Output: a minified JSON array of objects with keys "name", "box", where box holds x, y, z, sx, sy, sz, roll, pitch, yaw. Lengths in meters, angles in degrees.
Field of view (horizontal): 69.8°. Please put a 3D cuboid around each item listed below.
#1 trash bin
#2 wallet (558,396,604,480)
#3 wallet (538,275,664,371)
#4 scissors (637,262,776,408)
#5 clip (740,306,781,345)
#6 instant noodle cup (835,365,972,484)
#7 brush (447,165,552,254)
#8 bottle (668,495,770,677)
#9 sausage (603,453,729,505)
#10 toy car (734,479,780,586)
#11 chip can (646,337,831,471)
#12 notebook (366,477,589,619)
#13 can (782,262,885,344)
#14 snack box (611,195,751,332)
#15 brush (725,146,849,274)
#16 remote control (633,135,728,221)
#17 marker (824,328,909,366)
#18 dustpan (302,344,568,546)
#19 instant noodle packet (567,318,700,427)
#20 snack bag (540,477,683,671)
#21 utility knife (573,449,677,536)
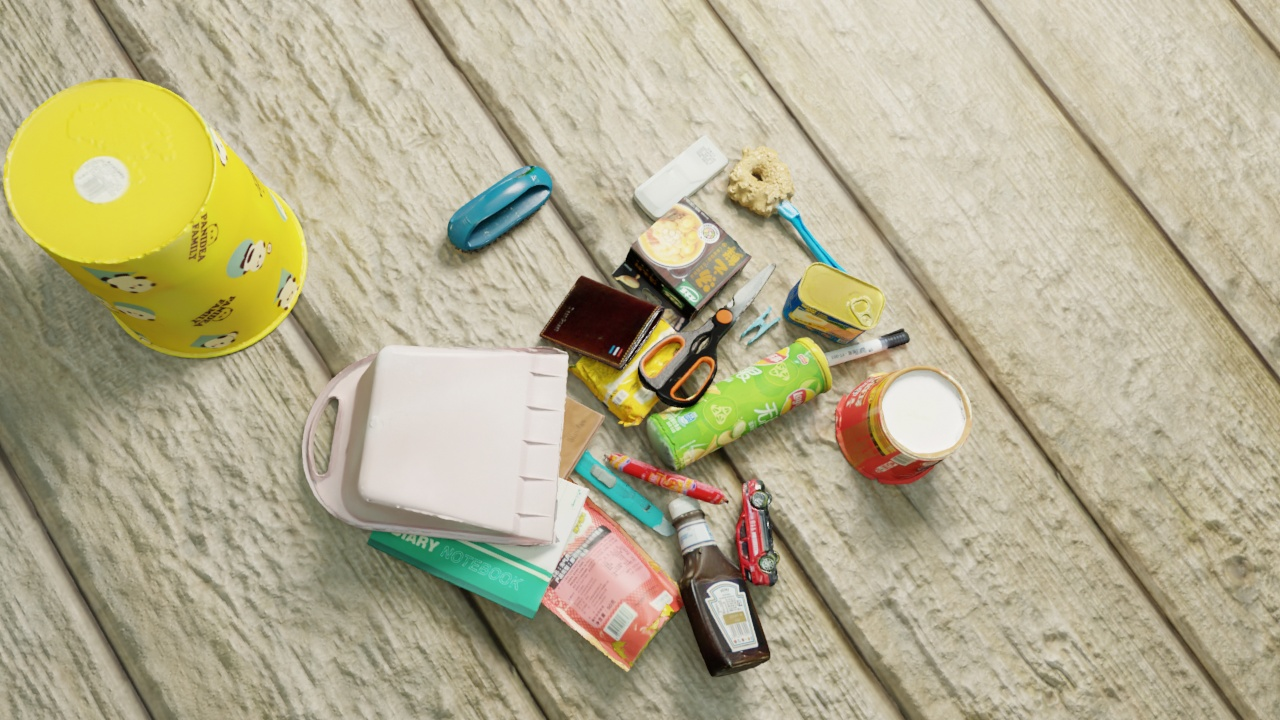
[{"name":"trash bin","box":[-0.490,-0.143,0.946,0.229,0.256,0.229,2,76,-7]},{"name":"wallet","box":[-0.111,0.088,1.044,0.101,0.020,0.115,26,71,16]},{"name":"wallet","box":[-0.046,-0.044,1.066,0.122,0.020,0.096,23,65,29]},{"name":"scissors","box":[0.100,-0.029,1.063,0.234,0.022,0.125,-29,66,-13]},{"name":"clip","box":[0.145,-0.042,1.119,0.057,0.014,0.046,-42,86,-15]},{"name":"instant noodle cup","box":[0.310,0.071,1.061,0.138,0.109,0.137,2,77,-7]},{"name":"brush","box":[-0.166,-0.183,1.086,0.143,0.074,0.055,-37,88,-14]},{"name":"bottle","box":[0.077,0.242,1.006,0.079,0.044,0.194,1,57,-38]},{"name":"sausage","box":[0.027,0.134,1.038,0.156,0.020,0.020,17,74,18]},{"name":"toy car","box":[0.131,0.195,1.039,0.045,0.053,0.120,-6,81,13]},{"name":"chip can","box":[0.113,0.051,1.062,0.221,0.073,0.072,-27,81,-12]},{"name":"notebook","box":[-0.178,0.172,1.003,0.209,0.012,0.150,20,76,15]},{"name":"can","box":[0.228,-0.065,1.098,0.102,0.083,0.057,23,75,-1]},{"name":"snack box","box":[0.050,-0.115,1.111,0.113,0.053,0.125,43,71,5]},{"name":"brush","box":[0.202,-0.163,1.146,0.083,0.046,0.254,-40,88,-18]},{"name":"remote control","box":[0.050,-0.228,1.148,0.124,0.024,0.049,-41,84,-14]},{"name":"marker","box":[0.268,-0.014,1.124,0.130,0.018,0.022,-15,83,-10]},{"name":"dustpan","box":[-0.227,0.086,1.019,0.273,0.139,0.222,13,70,-20]},{"name":"instant noodle packet","box":[-0.006,0.006,1.074,0.111,0.044,0.128,43,72,11]},{"name":"snack bag","box":[-0.057,0.231,1.008,0.208,0.073,0.128,39,68,12]},{"name":"utility knife","box":[-0.027,0.146,1.054,0.171,0.013,0.029,38,77,3]}]
